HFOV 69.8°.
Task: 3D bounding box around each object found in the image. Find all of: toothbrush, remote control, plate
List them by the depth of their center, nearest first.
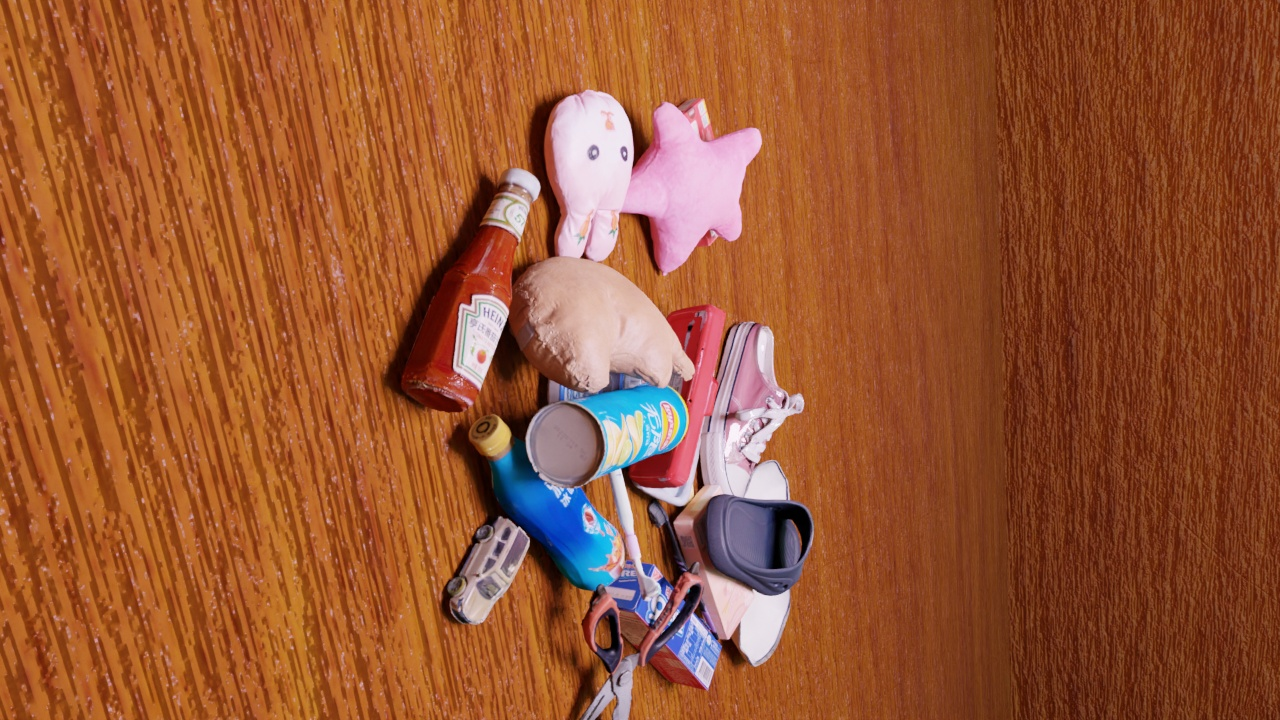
[{"bbox_3d":[-0.015,0.134,0.871,0.020,0.029,0.189,-6,60,-21],"label":"toothbrush"},{"bbox_3d":[-0.051,0.025,0.879,0.124,0.024,0.049,10,83,-62],"label":"remote control"},{"bbox_3d":[0.049,0.237,1.026,0.016,0.014,0.189,-35,107,-39],"label":"toothbrush"},{"bbox_3d":[0.151,0.263,1.209,0.161,0.034,0.266,-10,100,-58],"label":"plate"}]

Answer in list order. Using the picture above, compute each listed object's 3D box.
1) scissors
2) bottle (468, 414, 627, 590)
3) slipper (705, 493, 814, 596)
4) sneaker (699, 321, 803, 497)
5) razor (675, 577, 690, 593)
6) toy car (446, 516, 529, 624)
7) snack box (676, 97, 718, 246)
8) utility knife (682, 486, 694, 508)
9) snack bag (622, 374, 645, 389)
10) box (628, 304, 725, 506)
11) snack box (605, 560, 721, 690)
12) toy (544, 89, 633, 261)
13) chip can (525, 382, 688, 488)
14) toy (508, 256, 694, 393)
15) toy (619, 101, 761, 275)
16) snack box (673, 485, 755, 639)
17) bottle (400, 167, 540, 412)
[{"bbox_3d":[-0.010,0.287,0.890,0.188,0.015,0.225,-25,127,-31],"label":"scissors"},{"bbox_3d":[-0.081,0.124,0.797,0.219,0.065,0.065,58,45,-42],"label":"bottle"},{"bbox_3d":[0.159,0.217,1.083,0.268,0.083,0.110,31,54,-57],"label":"slipper"},{"bbox_3d":[0.139,0.066,1.125,0.118,0.088,0.240,36,62,-53],"label":"sneaker"},{"bbox_3d":[0.070,0.251,1.083,0.132,0.028,0.043,-23,107,-56],"label":"razor"},{"bbox_3d":[-0.126,0.175,0.759,0.090,0.035,0.042,-62,138,-32],"label":"toy car"},{"bbox_3d":[0.066,-0.215,1.052,0.075,0.025,0.153,-50,132,-43],"label":"snack box"},{"bbox_3d":[0.047,0.093,1.046,0.030,0.019,0.179,-31,122,-58],"label":"utility knife"},{"bbox_3d":[-0.006,0.006,0.946,0.045,0.026,0.105,33,58,-81],"label":"snack bag"},{"bbox_3d":[0.057,0.049,0.978,0.100,0.095,0.200,29,66,-37],"label":"box"},{"bbox_3d":[0.023,0.284,0.981,0.207,0.058,0.057,57,46,-43],"label":"snack box"},{"bbox_3d":[-0.047,-0.168,0.853,0.121,0.054,0.159,-20,117,-55],"label":"toy"},{"bbox_3d":[-0.022,0.060,0.809,0.210,0.071,0.071,-6,97,-69],"label":"chip can"},{"bbox_3d":[-0.024,-0.030,0.836,0.225,0.083,0.143,2,58,-52],"label":"toy"},{"bbox_3d":[0.043,-0.173,0.967,0.194,0.075,0.179,-1,113,-41],"label":"toy"},{"bbox_3d":[0.087,0.233,1.064,0.084,0.026,0.157,-39,117,-52],"label":"snack box"},{"bbox_3d":[-0.126,-0.060,0.720,0.060,0.060,0.205,46,54,-49],"label":"bottle"}]
